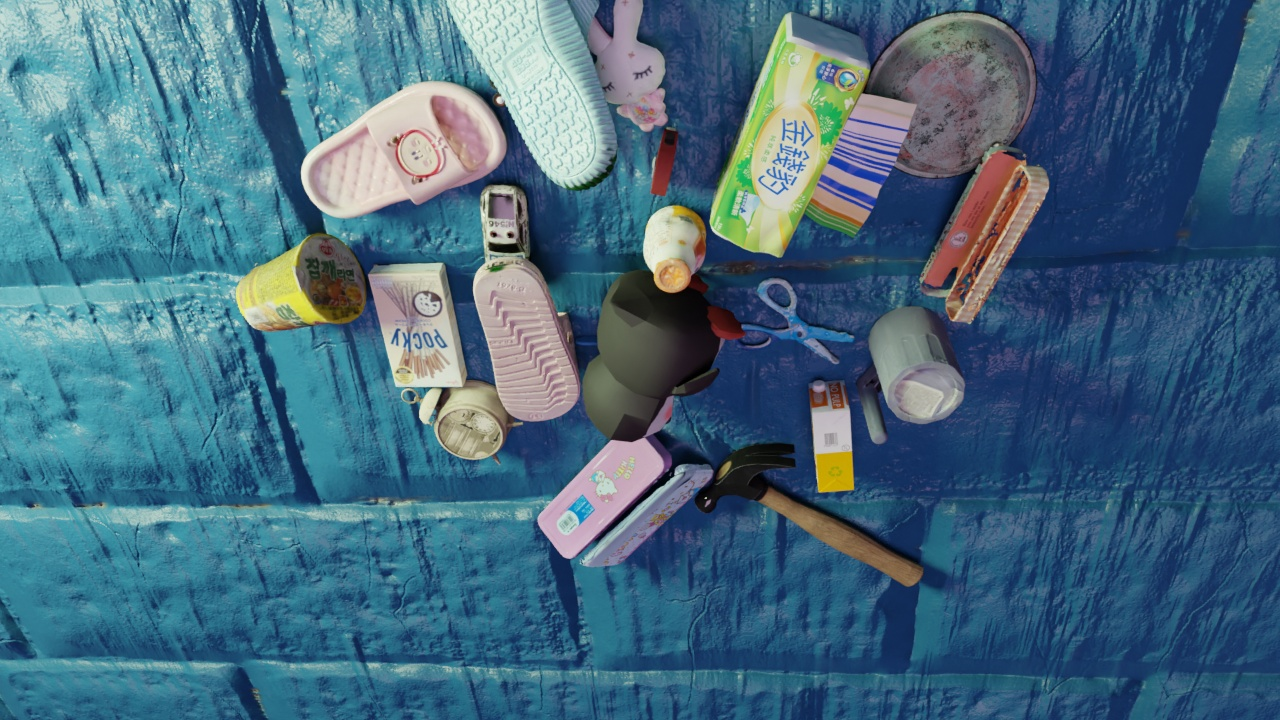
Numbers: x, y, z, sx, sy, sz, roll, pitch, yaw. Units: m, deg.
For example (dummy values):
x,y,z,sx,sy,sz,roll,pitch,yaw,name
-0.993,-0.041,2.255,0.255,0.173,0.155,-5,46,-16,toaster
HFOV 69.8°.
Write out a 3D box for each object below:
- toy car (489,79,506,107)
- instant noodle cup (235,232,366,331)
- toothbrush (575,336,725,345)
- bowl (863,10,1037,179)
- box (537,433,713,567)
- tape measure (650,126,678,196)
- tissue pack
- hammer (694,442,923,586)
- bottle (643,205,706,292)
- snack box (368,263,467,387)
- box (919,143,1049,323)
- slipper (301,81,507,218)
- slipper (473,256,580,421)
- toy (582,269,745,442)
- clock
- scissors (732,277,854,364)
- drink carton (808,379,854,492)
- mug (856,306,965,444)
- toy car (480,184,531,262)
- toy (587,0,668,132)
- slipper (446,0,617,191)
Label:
x,y,z,sx,sy,sz,roll,pitch,yaw,name
-0.103,-0.239,0.872,0.037,0.040,0.092,-34,113,23,toy car
-0.368,-0.075,0.981,0.108,0.102,0.102,-14,122,24,instant noodle cup
0.010,-0.026,1.020,0.167,0.016,0.014,-1,121,6,toothbrush
0.286,-0.235,0.842,0.157,0.038,0.158,2,124,4,bowl
-0.020,0.178,1.137,0.140,0.062,0.215,32,121,-19,box
0.021,-0.190,0.888,0.019,0.051,0.059,12,124,-3,tape measure
0.162,-0.193,0.839,0.141,0.120,0.198,19,130,-4,tissue pack
0.230,0.203,1.145,0.305,0.040,0.133,30,125,-15,hammer
0.034,-0.108,0.908,0.063,0.108,0.063,2,124,3,bottle
-0.248,-0.037,1.031,0.082,0.026,0.150,-1,123,5,snack box
0.327,-0.116,0.884,0.076,0.054,0.188,34,141,20,box
-0.238,-0.202,0.903,0.222,0.055,0.107,-17,119,17,slipper
-0.121,-0.028,1.004,0.094,0.064,0.240,-5,136,4,slipper
-0.006,0.006,0.952,0.139,0.159,0.184,-2,132,-39,toy
-0.215,0.068,1.081,0.140,0.054,0.093,24,123,-13,clock
0.164,-0.026,1.011,0.140,0.013,0.113,37,119,-20,scissors
0.218,0.084,1.050,0.040,0.058,0.123,-6,123,9,drink carton
0.279,0.019,0.973,0.084,0.103,0.124,28,121,-15,mug
-0.140,-0.128,0.952,0.048,0.040,0.113,3,125,4,toy car
-0.013,-0.269,0.846,0.076,0.037,0.125,-13,115,23,toy
-0.091,-0.283,0.811,0.116,0.069,0.276,-23,96,32,slipper
